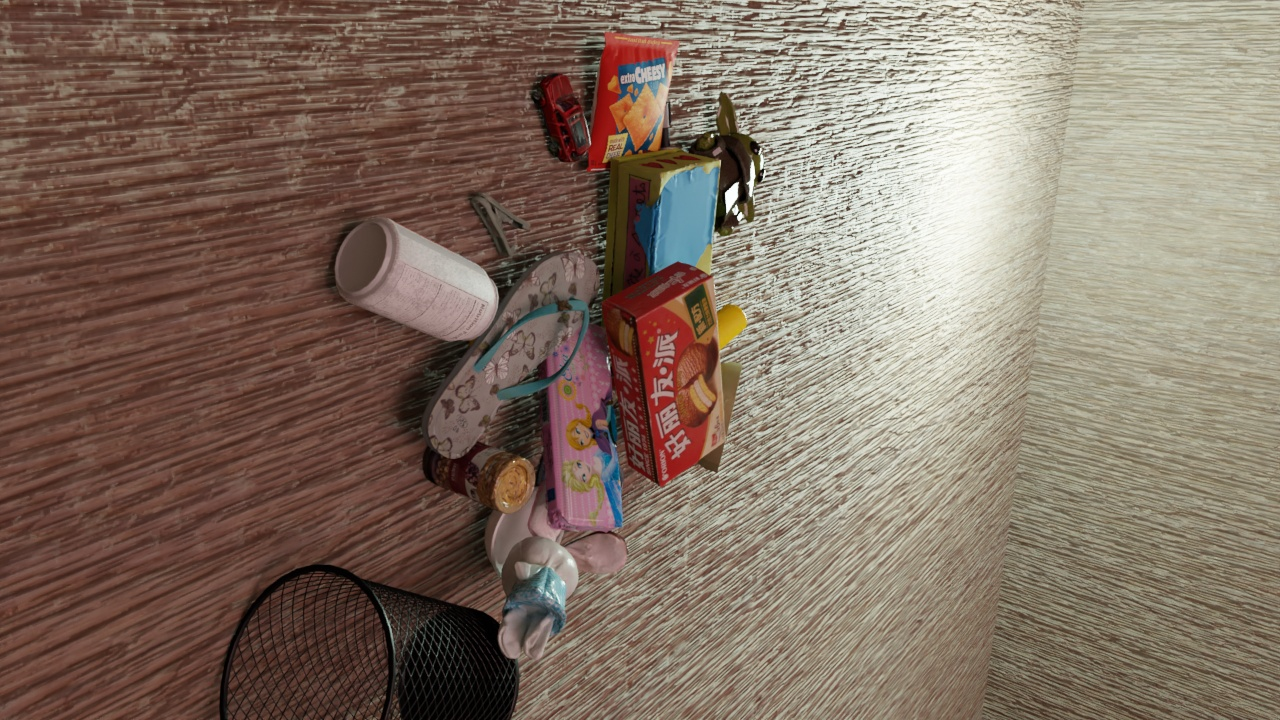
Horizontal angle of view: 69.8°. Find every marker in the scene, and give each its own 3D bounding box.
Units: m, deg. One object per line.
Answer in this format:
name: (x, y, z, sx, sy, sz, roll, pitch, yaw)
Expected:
marker: (0.030, -0.239, 1.107, 0.016, 0.016, 0.141, -29, 124, -45)

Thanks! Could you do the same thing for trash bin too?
trash bin: (-0.226, 0.288, 0.825, 0.210, 0.184, 0.184, 34, 74, -58)

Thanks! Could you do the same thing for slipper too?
slipper: (-0.113, -0.015, 0.901, 0.268, 0.055, 0.098, -51, 137, -30)

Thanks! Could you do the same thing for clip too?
clip: (-0.142, -0.140, 0.910, 0.059, 0.023, 0.076, -63, 144, -19)

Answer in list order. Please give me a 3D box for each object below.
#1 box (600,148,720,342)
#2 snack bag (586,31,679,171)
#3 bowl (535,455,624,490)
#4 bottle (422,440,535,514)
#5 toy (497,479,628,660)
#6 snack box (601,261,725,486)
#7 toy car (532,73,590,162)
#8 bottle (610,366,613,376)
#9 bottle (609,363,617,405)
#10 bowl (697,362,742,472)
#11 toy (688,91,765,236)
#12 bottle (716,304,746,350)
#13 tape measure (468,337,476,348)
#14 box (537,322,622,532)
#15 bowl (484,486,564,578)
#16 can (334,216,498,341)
box: (0.023, -0.128, 1.068, 0.124, 0.081, 0.221, -26, 126, -45)
snack bag: (-0.009, -0.284, 1.018, 0.130, 0.039, 0.144, -17, 124, -50)
bowl: (-0.057, 0.141, 1.088, 0.136, 0.057, 0.137, -21, 118, -48)
bottle: (-0.159, 0.109, 0.901, 0.056, 0.105, 0.056, -21, 118, -48)
toy: (-0.101, 0.235, 0.942, 0.131, 0.106, 0.204, 43, 29, -12)
snack box: (0.031, 0.018, 1.037, 0.113, 0.060, 0.237, -30, 130, -29)
toy car: (-0.079, -0.250, 0.946, 0.042, 0.036, 0.091, -43, 128, -35)
bottle: (-0.006, 0.006, 1.070, 0.112, 0.030, 0.030, -14, 113, -34)
bottle: (-0.039, 0.034, 1.088, 0.108, 0.044, 0.044, -44, 133, -33)
bowl: (0.097, 0.073, 1.244, 0.152, 0.050, 0.152, 15, 88, -85)
toy: (0.103, -0.229, 1.153, 0.152, 0.078, 0.179, -46, 132, -37)
bottle: (0.088, -0.026, 1.234, 0.143, 0.043, 0.043, -39, 130, -39)
tape measure: (-0.146, -0.016, 0.934, 0.065, 0.037, 0.064, -25, 122, -49)
box: (-0.072, 0.069, 0.981, 0.084, 0.053, 0.230, 11, 63, -38)
bowl: (-0.136, 0.186, 1.012, 0.109, 0.041, 0.110, -22, 120, -45)
can: (-0.196, -0.068, 0.815, 0.136, 0.078, 0.078, 26, 81, -53)
